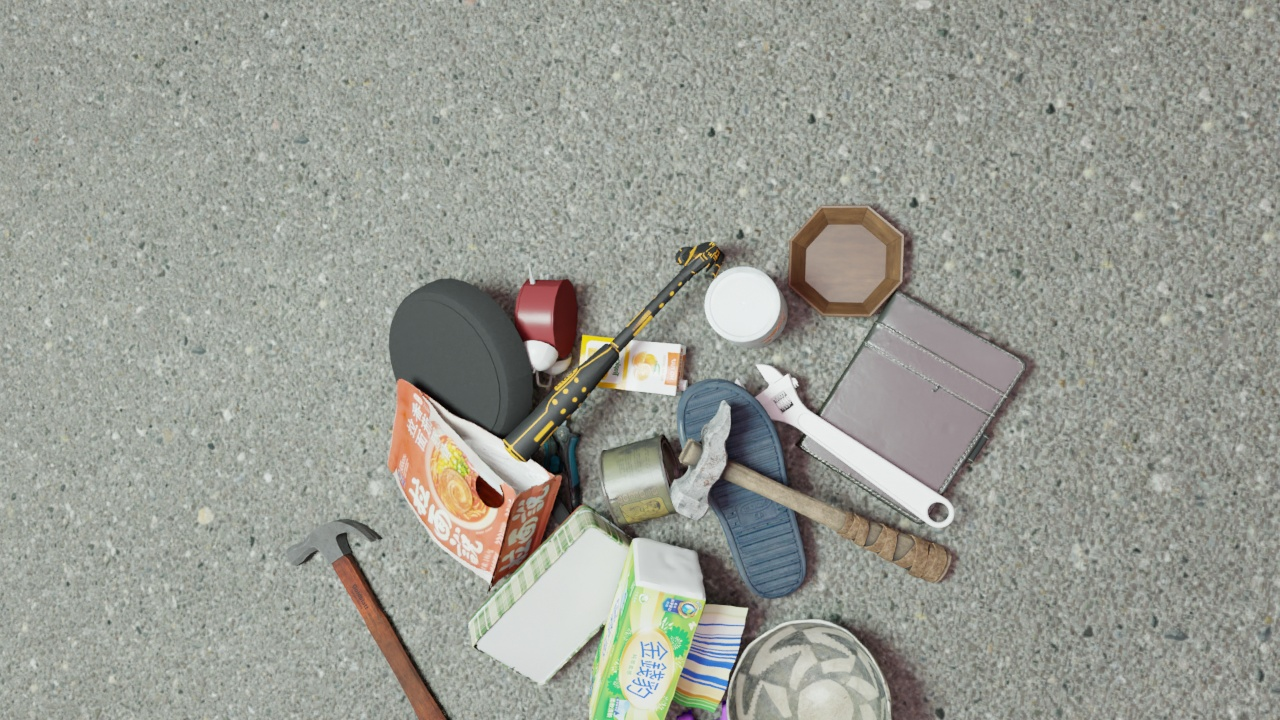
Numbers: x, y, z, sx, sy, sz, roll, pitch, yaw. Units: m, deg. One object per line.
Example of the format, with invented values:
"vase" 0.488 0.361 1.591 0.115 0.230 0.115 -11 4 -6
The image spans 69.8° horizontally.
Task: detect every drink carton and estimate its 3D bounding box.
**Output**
"drink carton" -0.006 0.006 1.064 0.122 0.040 0.058 6 89 13

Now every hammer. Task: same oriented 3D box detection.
"hammer" -0.318 0.331 1.129 0.111 0.028 0.300 -35 81 10
"hammer" 0.187 0.157 0.965 0.318 0.049 0.121 25 98 -10
"hammer" -0.028 -0.012 0.997 0.320 0.123 0.036 -46 108 -7

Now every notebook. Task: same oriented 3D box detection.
"notebook" 0.295 0.051 1.003 0.169 0.029 0.209 33 98 14

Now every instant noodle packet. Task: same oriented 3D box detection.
"instant noodle packet" -0.210 0.135 1.062 0.221 0.083 0.165 37 133 20

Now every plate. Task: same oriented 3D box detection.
"plate" 0.229 -0.110 1.023 0.131 0.025 0.131 -1 88 13

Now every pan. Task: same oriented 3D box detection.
"pan" -0.172 0.072 1.057 0.205 0.044 0.355 -35 87 41

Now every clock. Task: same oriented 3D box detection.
"clock" -0.109 -0.038 1.061 0.048 0.096 0.137 3 86 13

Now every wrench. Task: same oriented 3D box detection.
"wrench" 0.219 0.093 1.000 0.273 0.018 0.066 35 97 15

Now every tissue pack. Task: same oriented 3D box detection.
"tissue pack" 0.035 0.310 0.994 0.141 0.120 0.198 14 113 -7

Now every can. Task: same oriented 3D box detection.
"can" 0.003 0.135 1.032 0.075 0.090 0.090 -16 84 11

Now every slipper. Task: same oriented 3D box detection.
"slipper" 0.116 0.135 1.019 0.101 0.082 0.263 -20 103 4

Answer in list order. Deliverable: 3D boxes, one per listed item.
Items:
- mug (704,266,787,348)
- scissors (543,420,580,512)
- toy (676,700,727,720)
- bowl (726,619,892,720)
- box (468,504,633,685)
"mug" 0.117 -0.056 1.006 0.082 0.105 0.082 0 88 12
"scissors" -0.100 0.117 1.091 0.126 0.019 0.144 42 97 10
"toy" 0.085 0.435 1.019 0.106 0.056 0.088 -19 86 10
"bowl" 0.186 0.373 0.978 0.179 0.081 0.178 -14 58 22
"box" -0.090 0.269 1.045 0.117 0.050 0.206 38 100 -27
